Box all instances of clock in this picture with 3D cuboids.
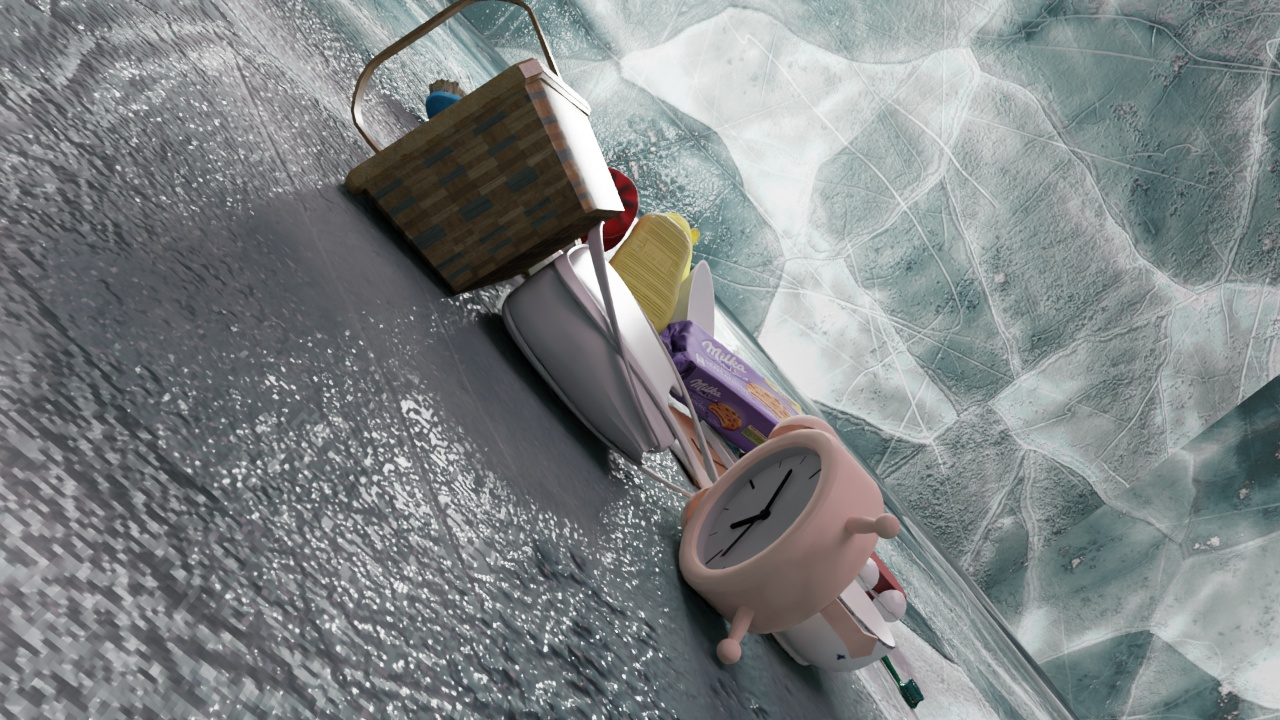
[{"bbox_3d":[0.095,0.113,0.593,0.086,0.131,0.160,45,10,-23],"label":"clock"},{"bbox_3d":[0.268,0.258,1.070,0.087,0.044,0.124,49,10,0],"label":"clock"}]

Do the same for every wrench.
[{"bbox_3d":[0.139,0.163,0.949,0.086,0.018,0.273,37,14,-51],"label":"wrench"}]

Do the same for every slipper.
[{"bbox_3d":[-0.004,-0.093,1.052,0.091,0.082,0.190,37,46,-16],"label":"slipper"}]

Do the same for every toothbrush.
[{"bbox_3d":[0.236,0.274,0.944,0.016,0.017,0.189,41,12,-38],"label":"toothbrush"}]

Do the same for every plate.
[{"bbox_3d":[0.059,-0.038,1.147,0.173,0.036,0.174,3,89,-75],"label":"plate"}]

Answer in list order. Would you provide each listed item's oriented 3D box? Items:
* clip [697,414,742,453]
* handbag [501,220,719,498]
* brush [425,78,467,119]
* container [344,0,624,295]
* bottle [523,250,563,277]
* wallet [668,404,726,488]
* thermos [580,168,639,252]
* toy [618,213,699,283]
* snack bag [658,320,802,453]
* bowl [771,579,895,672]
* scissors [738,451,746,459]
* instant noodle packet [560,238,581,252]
[{"bbox_3d":[0.111,0.079,1.119,0.163,0.028,0.106,42,12,-37],"label":"clip"},{"bbox_3d":[0.000,0.012,0.702,0.222,0.096,0.215,53,11,-8],"label":"handbag"},{"bbox_3d":[-0.181,-0.241,0.996,0.136,0.055,0.075,39,36,-46],"label":"brush"},{"bbox_3d":[-0.116,-0.165,0.685,0.186,0.158,0.249,59,9,-5],"label":"container"},{"bbox_3d":[-0.077,-0.078,0.847,0.111,0.043,0.043,45,11,-19],"label":"bottle"},{"bbox_3d":[0.048,0.083,0.861,0.087,0.013,0.121,32,18,-45],"label":"wallet"},{"bbox_3d":[-0.051,-0.165,1.104,0.073,0.073,0.240,49,-9,-2],"label":"thermos"},{"bbox_3d":[0.022,-0.128,1.200,0.092,0.134,0.207,43,12,3],"label":"toy"},{"bbox_3d":[0.099,0.040,1.017,0.205,0.059,0.096,37,27,-16],"label":"snack bag"},{"bbox_3d":[0.128,0.182,0.678,0.113,0.063,0.113,47,9,-10],"label":"bowl"},{"bbox_3d":[0.159,0.160,1.046,0.131,0.019,0.149,55,10,21],"label":"scissors"},{"bbox_3d":[-0.094,-0.138,0.938,0.221,0.084,0.164,65,-3,-32],"label":"instant noodle packet"}]
